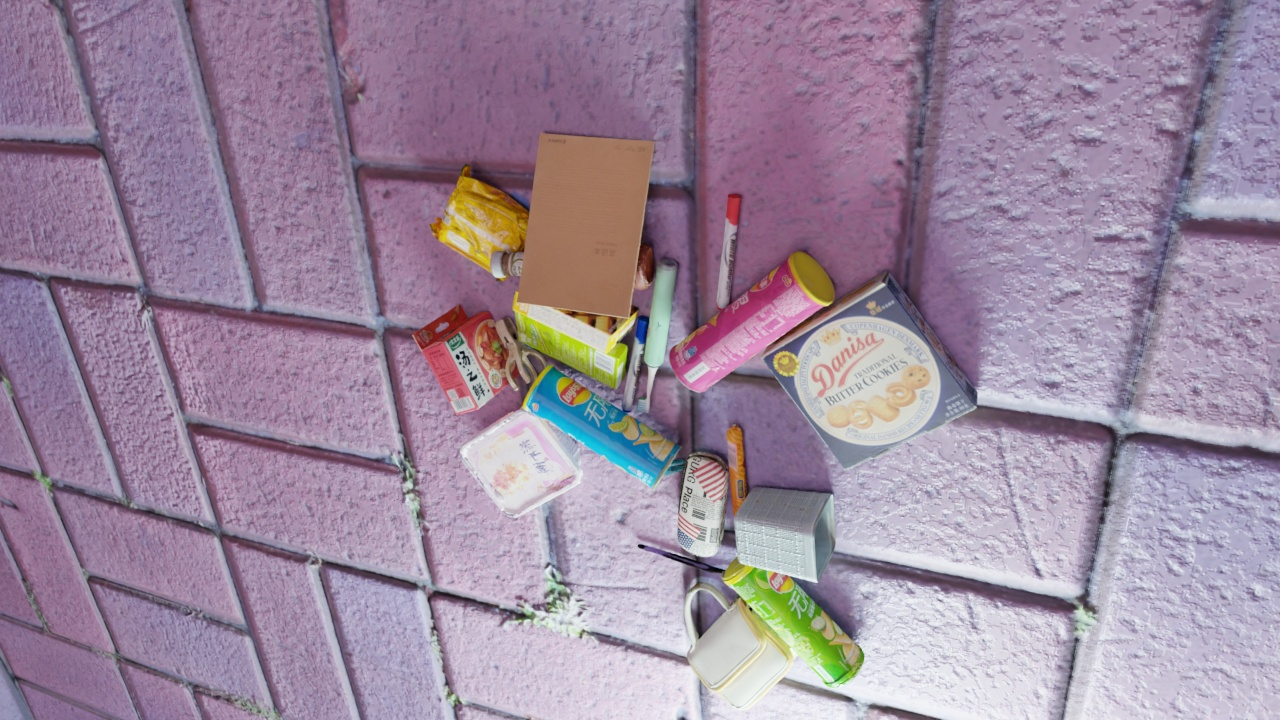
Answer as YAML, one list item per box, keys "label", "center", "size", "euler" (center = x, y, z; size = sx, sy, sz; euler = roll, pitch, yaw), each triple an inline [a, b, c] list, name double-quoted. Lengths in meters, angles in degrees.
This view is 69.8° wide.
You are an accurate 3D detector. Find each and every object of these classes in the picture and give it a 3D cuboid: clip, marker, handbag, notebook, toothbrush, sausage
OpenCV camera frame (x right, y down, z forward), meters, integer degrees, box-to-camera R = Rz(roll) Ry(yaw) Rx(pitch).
- label: "clip"
  center: [-0.161, -0.008, 1.281]
  size: [0.035, 0.094, 0.102]
  euler: [-32, 60, 35]
- label: "marker"
  center: [0.105, -0.127, 1.093]
  size: [0.017, 0.017, 0.145]
  euler: [14, 121, 19]
- label: "handbag"
  center: [0.127, 0.409, 1.338]
  size: [0.179, 0.063, 0.164]
  euler: [39, 124, 7]
- label: "notebook"
  center: [-0.067, -0.165, 1.104]
  size: [0.150, 0.012, 0.211]
  euler: [9, 92, 20]
- label: "clip"
  center: [0.039, 0.147, 1.270]
  size: [0.057, 0.015, 0.049]
  euler: [-14, 106, 30]
- label: "toothbrush"
  center: [0.020, -0.026, 1.181]
  size: [0.027, 0.026, 0.225]
  euler: [7, 121, -2]
- label: "toothbrush"
  center: [0.082, 0.297, 1.327]
  size: [0.189, 0.014, 0.017]
  euler: [14, 133, 19]
- label: "sausage"
  center: [0.130, 0.156, 1.224]
  size: [0.021, 0.021, 0.165]
  euler: [5, 117, 24]
- label: "marker"
  center: [-0.007, 0.007, 1.217]
  size: [0.017, 0.016, 0.146]
  euler: [20, 122, 15]

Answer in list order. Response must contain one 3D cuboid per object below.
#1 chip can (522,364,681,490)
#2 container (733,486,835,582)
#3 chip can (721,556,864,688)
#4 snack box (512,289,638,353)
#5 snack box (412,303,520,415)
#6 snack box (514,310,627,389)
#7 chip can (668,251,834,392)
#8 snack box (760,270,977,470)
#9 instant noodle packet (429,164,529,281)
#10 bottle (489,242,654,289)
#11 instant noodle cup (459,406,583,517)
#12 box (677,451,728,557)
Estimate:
- label: "chip can"
  center: [-0.052, 0.090, 1.232]
  size: [0.210, 0.071, 0.071]
  euler: [32, 125, 6]
- label: "container"
  center: [0.187, 0.221, 1.193]
  size: [0.112, 0.089, 0.090]
  euler: [5, 117, 28]
- label: "chip can"
  center: [0.211, 0.351, 1.256]
  size: [0.221, 0.072, 0.073]
  euler: [46, 125, -2]
- label: "snack box"
  center: [-0.082, -0.066, 1.172]
  size: [0.140, 0.086, 0.034]
  euler: [24, 124, 14]
- label: "snack box"
  center: [-0.236, -0.008, 1.261]
  size: [0.044, 0.113, 0.127]
  euler: [-16, 107, 33]
- label: "snack box"
  center: [-0.092, -0.023, 1.215]
  size: [0.156, 0.026, 0.086]
  euler: [26, 152, 12]
- label: "chip can"
  center: [0.128, -0.042, 1.093]
  size: [0.071, 0.071, 0.211]
  euler: [49, 126, -4]
- label: "snack box"
  center: [0.264, 0.017, 1.072]
  size: [0.178, 0.045, 0.182]
  euler: [-34, 98, 34]
- label: "instant noodle packet"
  center: [-0.203, -0.178, 1.199]
  size: [0.128, 0.044, 0.111]
  euler: [36, 119, 1]
- label: "bottle"
  center: [-0.087, -0.119, 1.146]
  size: [0.206, 0.059, 0.060]
  euler: [2, 116, 14]
- label: "instant noodle cup"
  center: [-0.166, 0.138, 1.336]
  size: [0.174, 0.060, 0.138]
  euler: [-32, 98, 33]
- label: "box"
  center: [0.087, 0.196, 1.259]
  size: [0.072, 0.059, 0.165]
  euler: [27, 125, 35]
